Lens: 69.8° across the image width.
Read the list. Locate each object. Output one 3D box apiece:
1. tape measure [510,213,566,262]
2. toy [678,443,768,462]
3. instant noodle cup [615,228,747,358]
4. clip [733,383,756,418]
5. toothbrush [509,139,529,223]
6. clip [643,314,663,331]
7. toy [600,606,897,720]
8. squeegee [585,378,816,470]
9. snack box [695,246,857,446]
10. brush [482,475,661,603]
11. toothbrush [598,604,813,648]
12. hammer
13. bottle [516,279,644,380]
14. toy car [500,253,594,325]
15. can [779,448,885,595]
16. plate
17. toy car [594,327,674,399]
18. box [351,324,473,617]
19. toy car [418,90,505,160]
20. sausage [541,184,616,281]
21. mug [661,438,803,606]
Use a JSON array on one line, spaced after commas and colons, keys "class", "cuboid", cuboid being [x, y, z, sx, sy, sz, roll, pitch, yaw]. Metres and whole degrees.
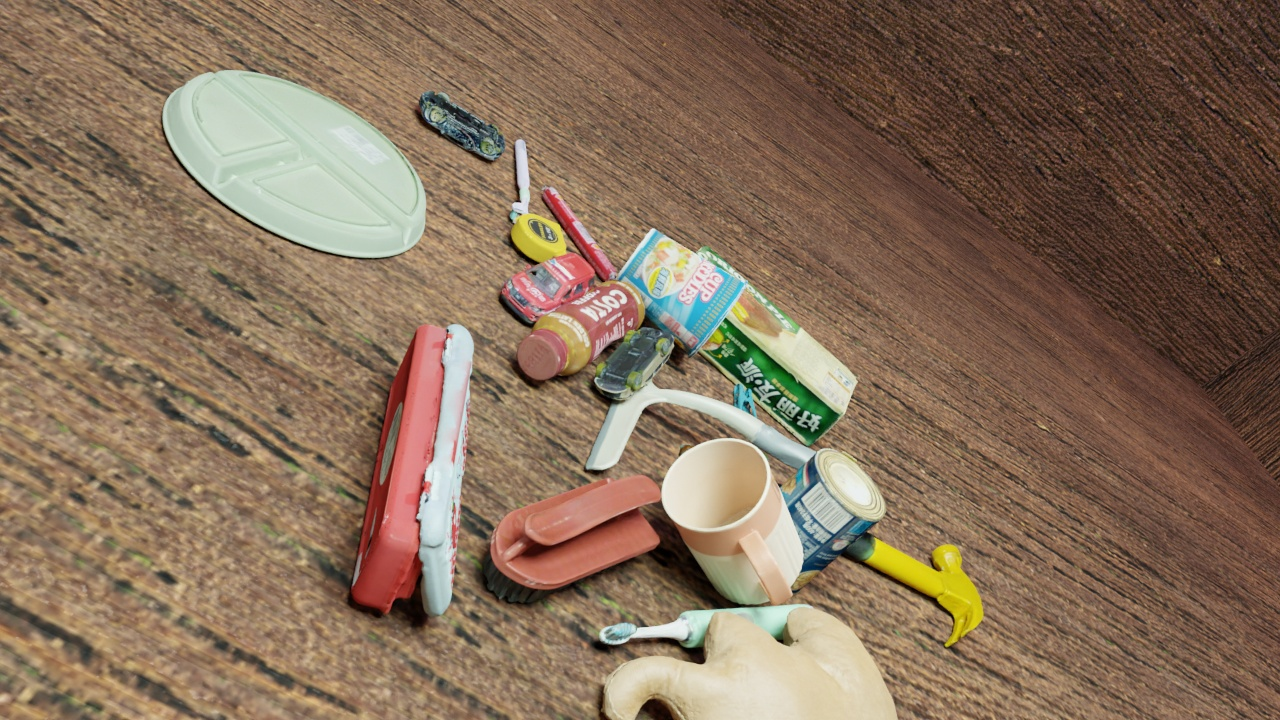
[{"class": "tape measure", "cuboid": [-0.104, -0.121, 0.930, 0.057, 0.029, 0.060, 20, 34, -34]}, {"class": "toy", "cuboid": [0.062, 0.101, 0.747, 0.096, 0.092, 0.030, 23, 32, -22]}, {"class": "instant noodle cup", "cuboid": [0.034, -0.072, 0.921, 0.110, 0.099, 0.099, 36, 29, -3]}, {"class": "clip", "cuboid": [0.108, 0.044, 0.964, 0.041, 0.014, 0.056, 29, 29, -20]}, {"class": "toothbrush", "cuboid": [-0.134, -0.203, 1.024, 0.189, 0.021, 0.029, -100, 170, -52]}, {"class": "clip", "cuboid": [0.003, -0.065, 0.977, 0.064, 0.034, 0.098, 23, 37, -29]}, {"class": "toy", "cuboid": [0.084, 0.233, 0.605, 0.225, 0.083, 0.143, 9, 36, -39]}, {"class": "squeegee", "cuboid": [0.094, 0.066, 0.830, 0.246, 0.039, 0.245, 24, 29, -2]}, {"class": "snack box", "cuboid": [0.130, -0.020, 1.030, 0.240, 0.063, 0.114, 41, 28, 2]}, {"class": "brush", "cuboid": [-0.044, 0.115, 0.621, 0.063, 0.069, 0.145, 50, 30, 20]}, {"class": "toothbrush", "cuboid": [0.056, 0.195, 0.671, 0.224, 0.027, 0.026, 11, 51, -42]}, {"class": "hammer", "cuboid": [0.215, 0.179, 0.880, 0.300, 0.033, 0.128, 29, 29, -19]}, {"class": "bottle", "cuboid": [-0.052, -0.027, 0.827, 0.057, 0.058, 0.174, 42, 28, 5]}, {"class": "toy car", "cuboid": [-0.085, -0.071, 0.867, 0.053, 0.045, 0.120, 42, 30, 6]}, {"class": "can", "cuboid": [0.142, 0.135, 0.770, 0.075, 0.111, 0.075, 29, 30, -19]}, {"class": "plate", "cuboid": [-0.287, -0.175, 0.792, 0.230, 0.028, 0.229, 30, 30, -20]}, {"class": "toy car", "cuboid": [-0.005, 0.005, 0.832, 0.042, 0.035, 0.090, 14, 43, 30]}, {"class": "box", "cuboid": [-0.126, 0.060, 0.578, 0.068, 0.091, 0.201, 19, 34, -19]}, {"class": "toy car", "cuboid": [-0.198, -0.257, 1.010, 0.105, 0.031, 0.048, 31, 29, -20]}, {"class": "sausage", "cuboid": [-0.068, -0.140, 1.011, 0.020, 0.020, 0.156, -1, 48, -50]}, {"class": "mug", "cuboid": [0.078, 0.131, 0.681, 0.114, 0.081, 0.106, 55, -5, 50]}]
